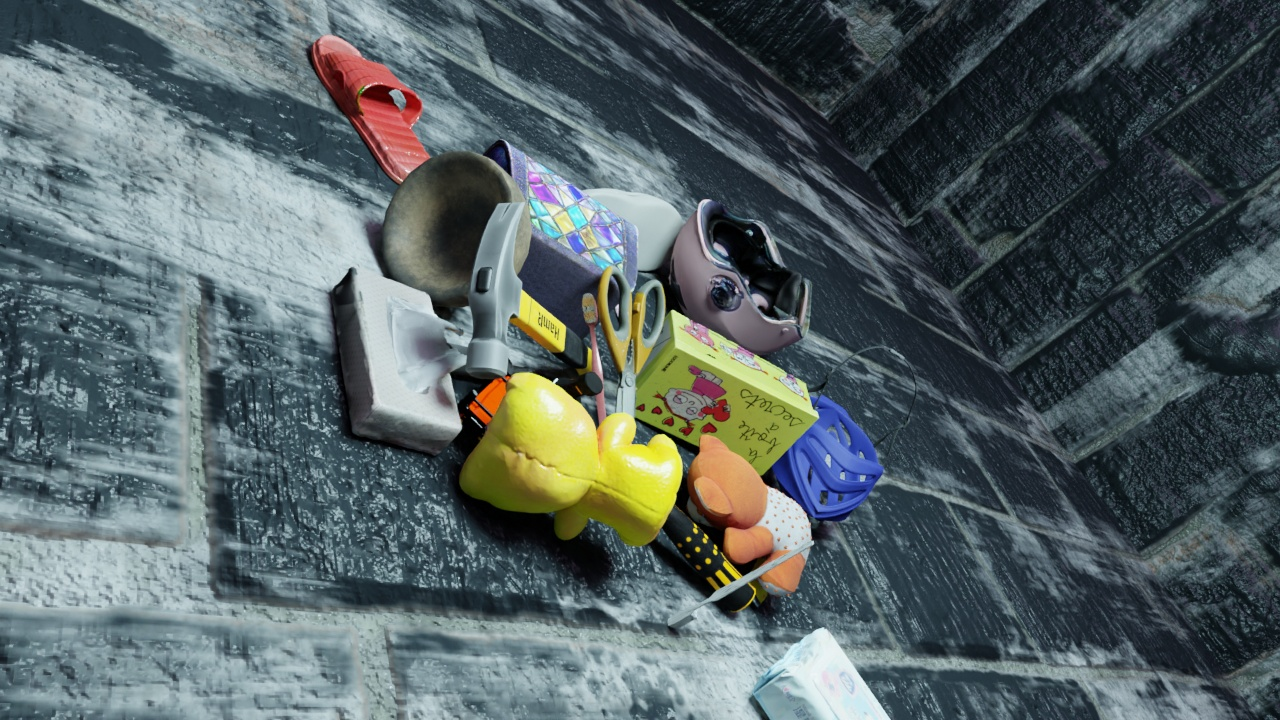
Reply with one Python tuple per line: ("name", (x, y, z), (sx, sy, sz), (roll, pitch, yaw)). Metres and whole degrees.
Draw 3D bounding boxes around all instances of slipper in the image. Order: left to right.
("slipper", (-0.317, -0.317, 1.133), (0.248, 0.059, 0.103), (56, 28, 15))
("slipper", (-0.039, -0.204, 1.340), (0.080, 0.113, 0.265), (38, 19, 30))

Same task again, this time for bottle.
("bottle", (-0.157, 0.006, 0.946), (0.112, 0.030, 0.030), (13, 41, -47))

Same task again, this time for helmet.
("helmet", (0.139, -0.116, 1.398), (0.255, 0.153, 0.229), (44, 34, -18))
("helmet", (0.275, 0.095, 1.229), (0.148, 0.228, 0.241), (33, 27, -5))

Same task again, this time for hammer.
("hammer", (-0.096, -0.035, 0.945), (0.324, 0.034, 0.169), (45, 47, -69))
("hammer", (0.009, 0.142, 0.946), (0.320, 0.124, 0.036), (50, 52, -14))

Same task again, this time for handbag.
("handbag", (-0.115, -0.152, 1.119), (0.204, 0.126, 0.221), (29, 34, -30))

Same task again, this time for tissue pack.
("tissue pack", (-0.217, -0.008, 0.843), (0.103, 0.071, 0.181), (20, 33, -40))
("tissue pack", (0.198, 0.367, 0.914), (0.182, 0.070, 0.111), (54, 27, 13))

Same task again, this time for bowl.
("bowl", (-0.185, -0.131, 0.960), (0.162, 0.162, 0.070), (58, 14, 21))

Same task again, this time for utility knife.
("utility knife", (0.161, 0.232, 1.105), (0.030, 0.019, 0.218), (50, 31, 1))

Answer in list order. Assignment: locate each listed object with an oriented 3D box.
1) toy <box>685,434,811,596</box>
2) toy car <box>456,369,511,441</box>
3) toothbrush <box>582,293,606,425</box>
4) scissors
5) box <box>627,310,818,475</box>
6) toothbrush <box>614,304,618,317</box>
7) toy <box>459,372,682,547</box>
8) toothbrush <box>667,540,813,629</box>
("toy", (0.116, 0.173, 1.047), (0.172, 0.093, 0.163), (44, 23, -16))
("toy car", (-0.143, 0.045, 0.890), (0.051, 0.049, 0.100), (45, 27, -5))
("toothbrush", (-0.048, 0.017, 1.013), (0.015, 0.015, 0.184), (49, 34, -86))
("scissors", (-0.006, 0.007, 1.045), (0.133, 0.016, 0.228), (-1, 88, -49))
("box", (0.097, 0.045, 1.136), (0.221, 0.125, 0.081), (30, 31, -22))
("toothbrush", (-0.029, -0.083, 1.273), (0.021, 0.016, 0.134), (22, 38, -39))
("toy", (-0.056, 0.105, 0.830), (0.193, 0.134, 0.087), (26, 7, -19))
("toothbrush", (0.093, 0.210, 0.854), (0.010, 0.182, 0.010), (35, 34, -28))
